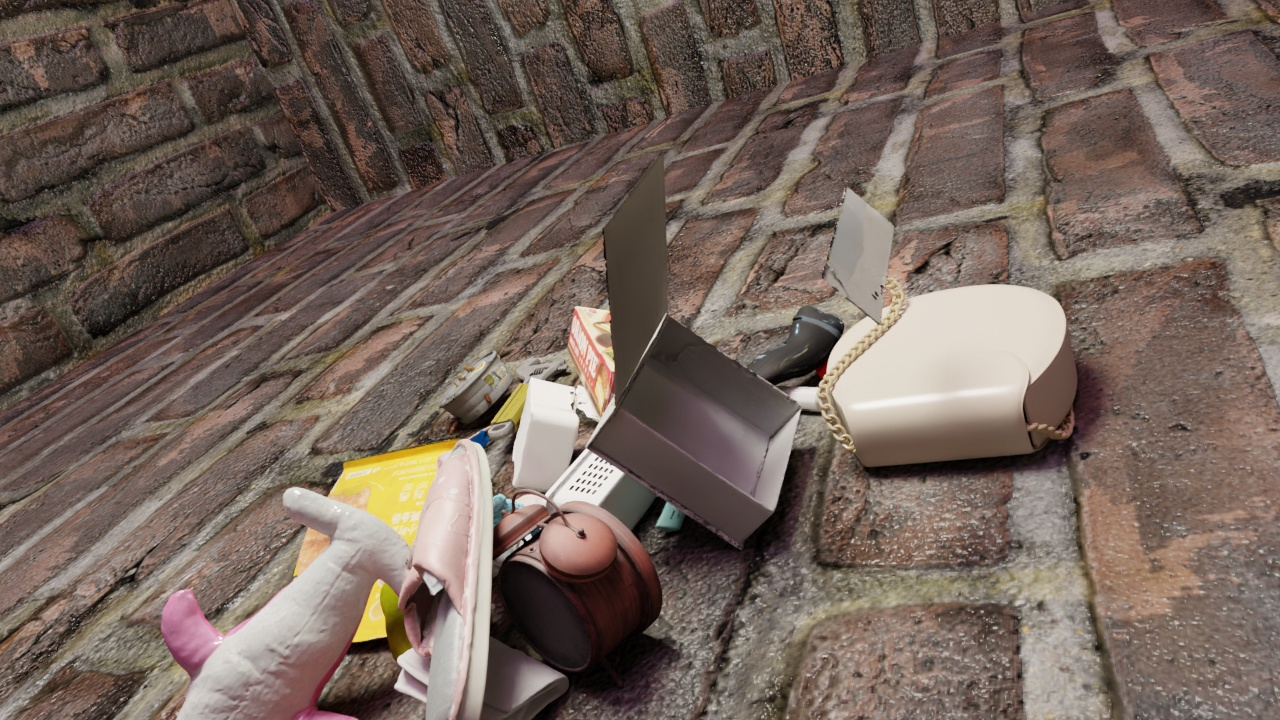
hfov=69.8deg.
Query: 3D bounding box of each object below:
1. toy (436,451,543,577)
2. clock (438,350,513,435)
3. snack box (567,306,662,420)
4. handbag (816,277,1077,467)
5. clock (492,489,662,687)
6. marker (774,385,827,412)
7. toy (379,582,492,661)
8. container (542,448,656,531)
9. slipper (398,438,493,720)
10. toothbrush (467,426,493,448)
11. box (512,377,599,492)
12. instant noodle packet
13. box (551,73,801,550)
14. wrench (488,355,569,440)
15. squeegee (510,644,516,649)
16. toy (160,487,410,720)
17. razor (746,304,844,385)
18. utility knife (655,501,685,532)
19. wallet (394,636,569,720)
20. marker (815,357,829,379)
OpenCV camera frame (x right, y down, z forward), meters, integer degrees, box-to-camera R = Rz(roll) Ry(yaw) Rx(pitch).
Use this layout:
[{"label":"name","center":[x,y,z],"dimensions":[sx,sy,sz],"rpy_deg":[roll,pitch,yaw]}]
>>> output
[{"label":"toy","center":[-0.136,0.167,0.840],"dimensions":[0.105,0.131,0.205],"rpy_deg":[-64,18,-2]},{"label":"clock","center":[-0.216,0.030,1.230],"dimensions":[0.104,0.056,0.147],"rpy_deg":[-37,15,24]},{"label":"snack box","center":[-0.006,0.006,1.012],"dimensions":[0.113,0.060,0.236],"rpy_deg":[8,18,-16]},{"label":"handbag","center":[0.279,0.004,0.840],"dimensions":[0.211,0.103,0.208],"rpy_deg":[-9,29,29]},{"label":"clock","center":[-0.055,0.163,0.700],"dimensions":[0.121,0.158,0.072],"rpy_deg":[3,27,43]},{"label":"marker","center":[0.140,0.039,0.978],"dimensions":[0.126,0.025,0.025],"rpy_deg":[1,31,42]},{"label":"toy","center":[-0.183,0.217,0.799],"dimensions":[0.090,0.051,0.110],"rpy_deg":[-33,50,-16]},{"label":"container","center":[-0.032,0.129,0.864],"dimensions":[0.050,0.081,0.128],"rpy_deg":[8,34,29]},{"label":"slipper","center":[-0.146,0.161,0.675],"dimensions":[0.054,0.114,0.274],"rpy_deg":[11,34,-18]},{"label":"toothbrush","center":[-0.181,0.087,1.152],"dimensions":[0.134,0.021,0.017],"rpy_deg":[-35,11,-35]},{"label":"box","center":[-0.061,0.076,0.993],"dimensions":[0.136,0.124,0.108],"rpy_deg":[12,19,-13]},{"label":"instant noodle packet","center":[-0.260,0.194,0.928],"dimensions":[0.163,0.084,0.221],"rpy_deg":[-11,36,20]},{"label":"box","center":[0.021,-0.029,0.780],"dimensions":[0.150,0.369,0.166],"rpy_deg":[-10,28,24]},{"label":"wrench","center":[-0.150,0.043,1.189],"dimensions":[0.084,0.018,0.272],"rpy_deg":[-13,17,14]},{"label":"squeegee","center":[-0.193,0.293,0.655],"dimensions":[0.185,0.055,0.249],"rpy_deg":[-6,14,1]},{"label":"toy","center":[-0.293,0.235,0.764],"dimensions":[0.265,0.186,0.128],"rpy_deg":[-52,4,-2]},{"label":"razor","center":[0.156,-0.011,0.973],"dimensions":[0.140,0.064,0.053],"rpy_deg":[-30,9,-28]},{"label":"utility knife","center":[0.044,0.116,0.880],"dimensions":[0.022,0.015,0.128],"rpy_deg":[19,44,8]},{"label":"wallet","center":[-0.122,0.237,0.698],"dimensions":[0.116,0.032,0.086],"rpy_deg":[11,17,29]},{"label":"marker","center":[0.199,-0.016,1.056],"dimensions":[0.023,0.021,0.145],"rpy_deg":[-26,22,7]}]
